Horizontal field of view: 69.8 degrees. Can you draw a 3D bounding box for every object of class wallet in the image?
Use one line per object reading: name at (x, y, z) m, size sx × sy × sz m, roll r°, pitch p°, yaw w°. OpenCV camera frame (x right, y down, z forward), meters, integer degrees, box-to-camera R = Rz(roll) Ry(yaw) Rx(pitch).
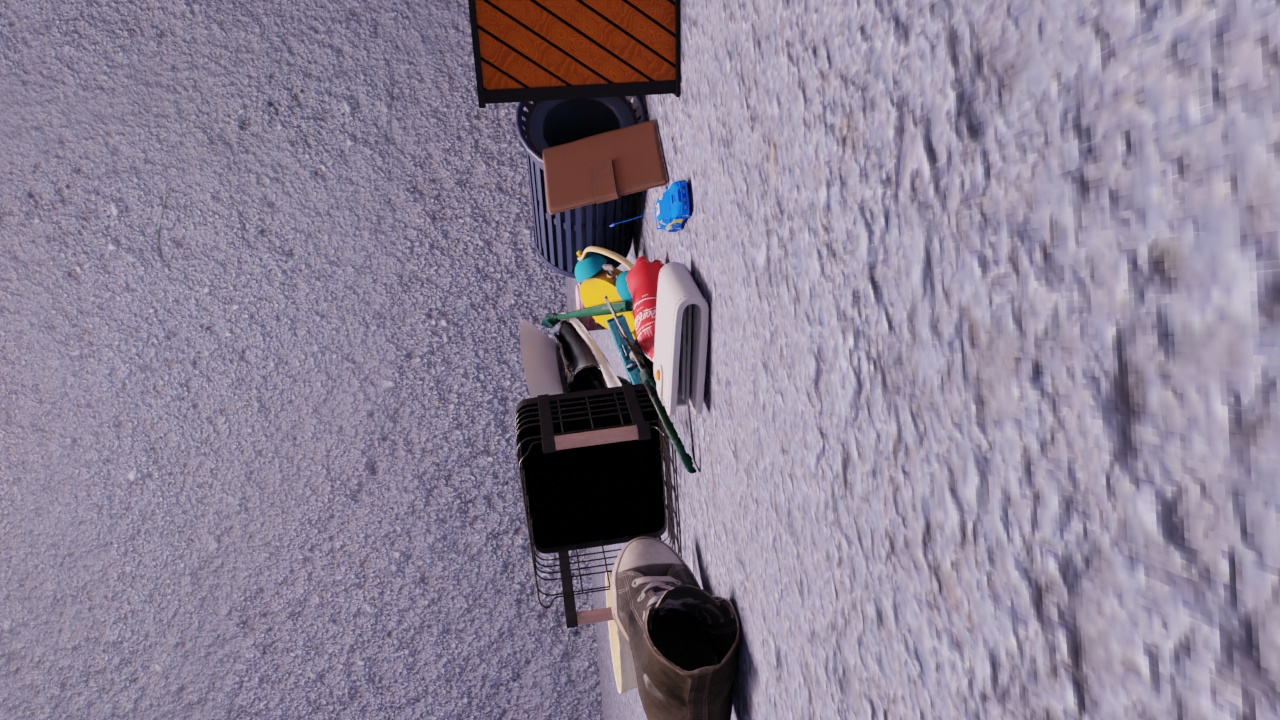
wallet at (-0.037, -0.193, 0.916) m, size 0.013 × 0.121 × 0.087 m, roll 64°, pitch -165°, yaw -58°
wallet at (0.032, -0.023, 0.814) m, size 0.115 × 0.037 × 0.119 m, roll -109°, pitch 19°, yaw -62°

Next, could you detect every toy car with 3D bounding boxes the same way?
toy car at (0.008, -0.133, 0.820) m, size 0.092 × 0.062 × 0.033 m, roll 132°, pitch 132°, yaw -81°

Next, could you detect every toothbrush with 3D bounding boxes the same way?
toothbrush at (-0.069, -0.055, 1.121) m, size 0.016 × 0.017 × 0.190 m, roll 48°, pitch 152°, yaw -23°

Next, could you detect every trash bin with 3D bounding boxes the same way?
trash bin at (-0.063, -0.312, 0.810) m, size 0.139 × 0.171 × 0.140 m, roll -108°, pitch 15°, yaw -62°
trash bin at (-0.068, -0.206, 1.085) m, size 0.250 × 0.139 × 0.139 m, roll 97°, pitch 167°, yaw -66°

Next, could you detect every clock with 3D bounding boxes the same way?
clock at (-0.033, -0.082, 1.099) m, size 0.043 × 0.099 × 0.130 m, roll -50°, pitch -28°, yaw -32°

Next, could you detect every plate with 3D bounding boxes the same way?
plate at (-0.119, 0.026, 1.226) m, size 0.174 × 0.036 × 0.174 m, roll -10°, pitch -92°, yaw -87°

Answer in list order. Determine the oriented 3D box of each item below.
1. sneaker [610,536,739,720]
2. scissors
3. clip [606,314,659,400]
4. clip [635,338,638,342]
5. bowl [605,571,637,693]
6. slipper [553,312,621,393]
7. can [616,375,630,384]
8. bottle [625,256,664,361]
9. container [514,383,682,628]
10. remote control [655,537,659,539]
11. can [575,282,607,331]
sneaker at (0.027, 0.221, 0.816) m, size 0.234 × 0.095 × 0.120 m, roll -101°, pitch 12°, yaw -56°
scissors at (0.014, 0.026, 0.936) m, size 0.201 × 0.015 × 0.205 m, roll 64°, pitch -175°, yaw 11°
clip at (-0.004, 0.012, 1.049) m, size 0.120 × 0.030 × 0.130 m, roll -112°, pitch 2°, yaw -65°
clip at (-0.013, -0.035, 1.208) m, size 0.013 × 0.029 × 0.050 m, roll -113°, pitch 12°, yaw -66°
bowl at (0.001, 0.338, 1.161) m, size 0.151 × 0.075 × 0.150 m, roll 173°, pitch 91°, yaw -84°
slipper at (-0.060, 0.035, 1.170) m, size 0.263 × 0.063 × 0.111 m, roll 53°, pitch 167°, yaw 34°
can at (-0.044, 0.105, 1.253) m, size 0.099 × 0.099 × 0.143 m, roll 92°, pitch 170°, yaw -46°
bottle at (0.014, -0.041, 0.912) m, size 0.042 × 0.042 × 0.141 m, roll 95°, pitch 168°, yaw -55°
container at (-0.045, 0.153, 1.007) m, size 0.130 × 0.163 × 0.242 m, roll -109°, pitch 13°, yaw -63°
remote control at (0.013, 0.211, 1.222) m, size 0.136 × 0.013 × 0.033 m, roll -105°, pitch 11°, yaw -45°
can at (-0.047, -0.075, 1.240) m, size 0.067 × 0.076 × 0.067 m, roll 174°, pitch 91°, yaw -83°
